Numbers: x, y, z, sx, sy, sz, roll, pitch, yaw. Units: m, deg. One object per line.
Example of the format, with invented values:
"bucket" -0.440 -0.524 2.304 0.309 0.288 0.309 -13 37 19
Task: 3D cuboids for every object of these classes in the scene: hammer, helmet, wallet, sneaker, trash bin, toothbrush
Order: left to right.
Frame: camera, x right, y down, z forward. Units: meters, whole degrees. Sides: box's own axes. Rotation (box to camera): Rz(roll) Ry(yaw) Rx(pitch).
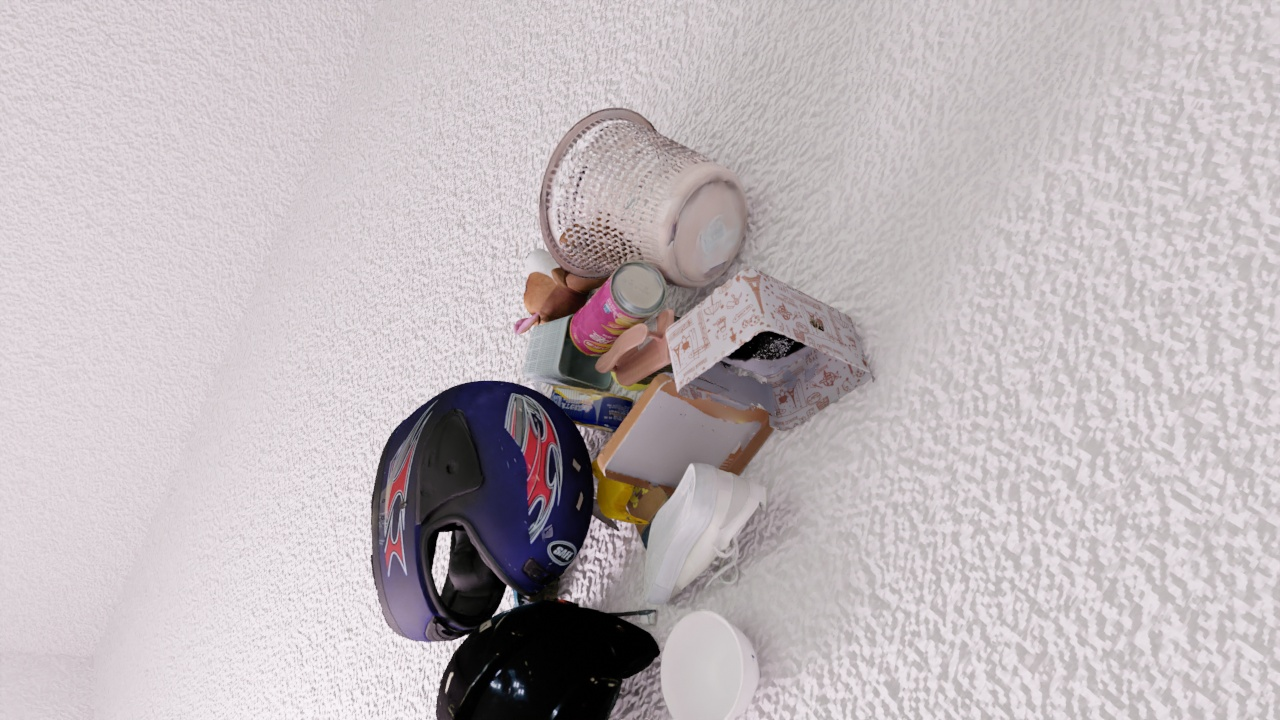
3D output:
"helmet" -0.178 0.179 1.127 0.241 0.247 0.314 -9 66 20
"helmet" -0.118 0.390 1.045 0.233 0.230 0.275 -71 17 -3
"toothbrush" -0.044 0.320 1.140 0.182 0.015 0.018 -18 70 46
"trash bin" 0.017 -0.186 1.149 0.192 0.227 0.227 27 96 40
"wallet" 0.017 0.163 1.122 0.090 0.033 0.115 -55 36 21
"hammer" 0.034 0.076 1.077 0.301 0.032 0.128 -54 35 26
"sneaker" 0.067 0.195 1.001 0.243 0.090 0.089 112 165 -48

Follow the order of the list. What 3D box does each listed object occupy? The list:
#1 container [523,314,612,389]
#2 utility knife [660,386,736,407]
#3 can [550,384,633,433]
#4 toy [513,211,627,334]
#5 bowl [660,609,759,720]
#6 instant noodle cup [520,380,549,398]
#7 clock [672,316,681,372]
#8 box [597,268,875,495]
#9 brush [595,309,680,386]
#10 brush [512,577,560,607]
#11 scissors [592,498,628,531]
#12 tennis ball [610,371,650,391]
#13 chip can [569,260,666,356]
"container" -0.102 -0.008 1.299 0.112 0.089 0.090 -6 69 52
"utility knife" 0.067 0.046 1.117 0.152 0.013 0.029 -17 22 47
"can" -0.071 0.066 1.237 0.148 0.074 0.049 5 81 52
"toy" -0.110 -0.125 1.337 0.130 0.139 0.200 45 126 8
"bowl" 0.083 0.320 0.941 0.119 0.064 0.118 -26 55 44
"instant noodle cup" -0.188 0.113 1.374 0.174 0.060 0.137 -17 61 48
"clock" 0.075 -0.017 1.107 0.122 0.055 0.082 -32 50 43
"box" 0.089 0.040 0.963 0.261 0.178 0.105 -40 46 34
"brush" 0.000 -0.009 1.090 0.146 0.073 0.063 -32 53 58
"brush" -0.147 0.280 1.253 0.074 0.055 0.143 -18 61 45
"scissors" -0.076 0.181 1.228 0.169 0.014 0.155 -19 39 21
"tennis ball" -0.007 0.007 1.190 0.066 0.065 0.065 -25 56 43
"chip can" -0.032 -0.062 1.147 0.211 0.071 0.071 144 136 -70
